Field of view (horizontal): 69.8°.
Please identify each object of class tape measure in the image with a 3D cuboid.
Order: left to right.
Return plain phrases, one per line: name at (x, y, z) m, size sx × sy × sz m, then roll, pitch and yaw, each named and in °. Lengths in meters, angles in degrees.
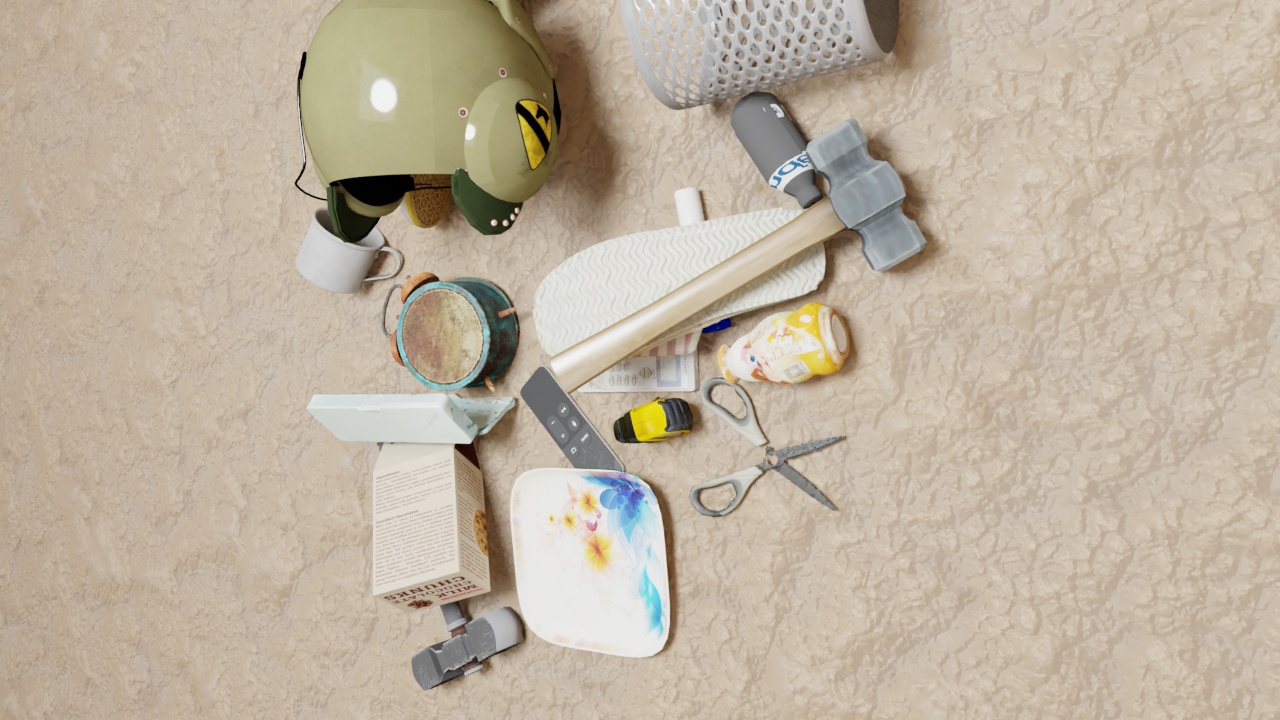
tape measure at (0.017, 0.055, 0.853) m, size 0.064 × 0.065 × 0.037 m, roll -22°, pitch 76°, yaw 36°

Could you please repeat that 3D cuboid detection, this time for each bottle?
bottle at (0.120, -0.180, 0.790) m, size 0.047 × 0.046 × 0.112 m, roll -38°, pitch 73°, yaw 27°
bottle at (0.120, -0.010, 0.786) m, size 0.109 × 0.063 × 0.063 m, roll -16°, pitch 83°, yaw 31°

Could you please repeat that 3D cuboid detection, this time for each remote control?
remote control at (-0.071, 0.071, 0.942) m, size 0.045 × 0.008 × 0.146 m, roll -49°, pitch 68°, yaw 24°
remote control at (-0.005, 0.005, 0.896) m, size 0.136 × 0.011 × 0.050 m, roll -2°, pitch 91°, yaw 32°

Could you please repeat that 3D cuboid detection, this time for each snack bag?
snack bag at (-0.224, 0.149, 0.975) m, size 0.094 × 0.070 × 0.206 m, roll -17°, pitch 56°, yaw 10°

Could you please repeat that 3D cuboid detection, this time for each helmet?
helmet at (-0.180, -0.227, 0.840) m, size 0.251 × 0.255 × 0.233 m, roll 2°, pitch 96°, yaw 31°

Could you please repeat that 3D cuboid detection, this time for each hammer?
hammer at (-0.248, 0.200, 1.043) m, size 0.156 × 0.043 × 0.322 m, roll -35°, pitch 72°, yaw 28°
hammer at (0.067, -0.066, 0.760) m, size 0.323 × 0.051 × 0.117 m, roll -30°, pitch 92°, yaw 11°

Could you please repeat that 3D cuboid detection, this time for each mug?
mug at (-0.337, -0.120, 1.066) m, size 0.113 × 0.084 × 0.071 m, roll 30°, pitch 113°, yaw -6°

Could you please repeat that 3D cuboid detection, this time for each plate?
plate at (-0.050, 0.200, 0.924) m, size 0.187 × 0.016 × 0.187 m, roll -2°, pitch 95°, yaw 32°

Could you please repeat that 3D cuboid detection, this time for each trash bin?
trash bin at (0.100, -0.297, 0.737) m, size 0.184 × 0.156 × 0.156 m, roll -2°, pitch 91°, yaw 30°

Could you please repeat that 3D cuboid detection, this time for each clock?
clock at (-0.208, -0.034, 0.984) m, size 0.158 × 0.073 × 0.121 m, roll 20°, pitch 103°, yaw 19°

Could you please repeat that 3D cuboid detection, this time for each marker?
marker at (0.056, -0.093, 0.846) m, size 0.027 × 0.023 × 0.133 m, roll -15°, pitch 84°, yaw 43°

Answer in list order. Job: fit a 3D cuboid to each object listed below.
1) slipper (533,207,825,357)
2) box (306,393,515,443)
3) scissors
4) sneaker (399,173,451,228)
slipper at (0.034, -0.063, 0.816) m, size 0.263 × 0.052 × 0.115 m, roll -16°, pitch 88°, yaw 12°
box at (-0.245, 0.052, 0.980) m, size 0.198 × 0.122 × 0.078 m, roll -2°, pitch 107°, yaw 31°
scissors at (0.104, 0.083, 0.831) m, size 0.171 × 0.012 × 0.157 m, roll -34°, pitch 75°, yaw 28°
sneaker at (-0.271, -0.265, 1.007) m, size 0.122 × 0.086 × 0.238 m, roll 4°, pitch 90°, yaw 26°
